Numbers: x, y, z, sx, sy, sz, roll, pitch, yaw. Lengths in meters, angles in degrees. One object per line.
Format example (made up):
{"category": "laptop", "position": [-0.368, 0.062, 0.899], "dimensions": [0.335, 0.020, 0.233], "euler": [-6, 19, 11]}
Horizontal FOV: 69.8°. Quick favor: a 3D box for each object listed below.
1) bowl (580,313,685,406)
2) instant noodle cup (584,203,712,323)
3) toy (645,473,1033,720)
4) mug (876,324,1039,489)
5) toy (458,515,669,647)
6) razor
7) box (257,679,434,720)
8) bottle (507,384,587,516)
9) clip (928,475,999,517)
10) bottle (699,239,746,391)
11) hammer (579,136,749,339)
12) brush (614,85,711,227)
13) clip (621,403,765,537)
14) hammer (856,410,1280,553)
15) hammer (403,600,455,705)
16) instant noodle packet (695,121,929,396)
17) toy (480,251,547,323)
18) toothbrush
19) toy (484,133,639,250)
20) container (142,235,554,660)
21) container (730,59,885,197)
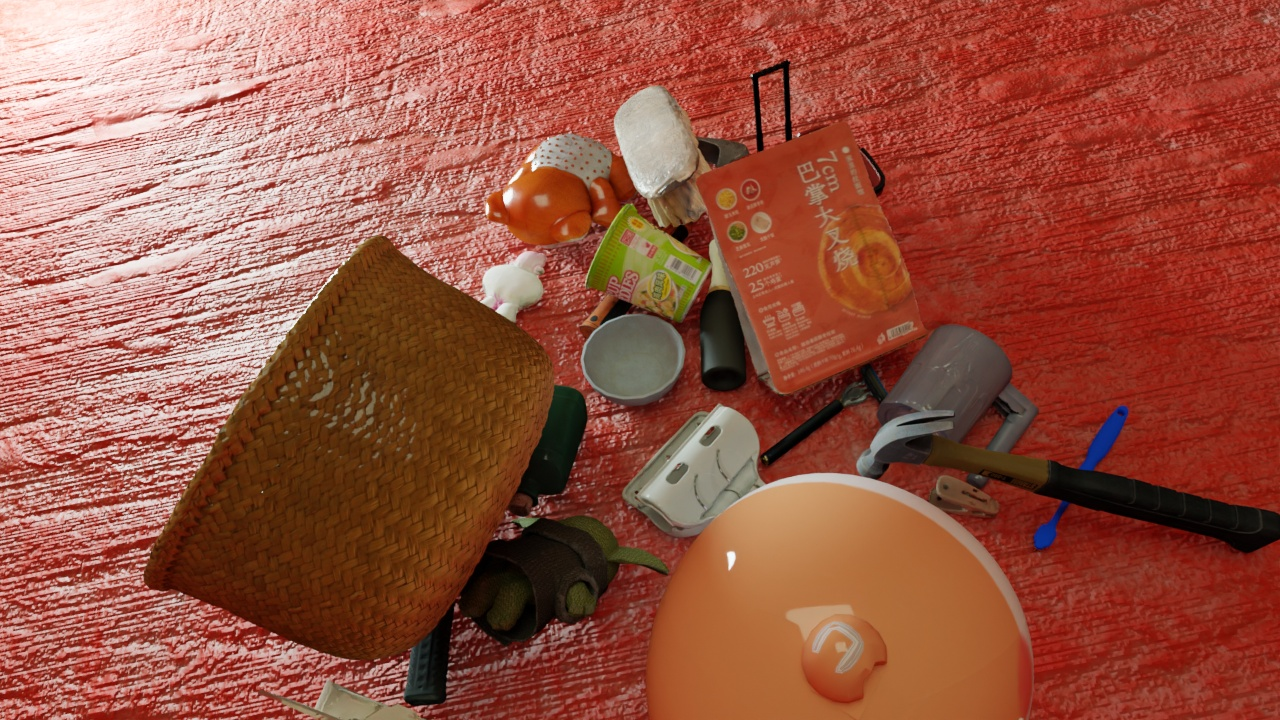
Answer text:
{"category": "bowl", "position": [-0.006, 0.006, 0.943], "dimensions": [0.106, 0.039, 0.106], "euler": [-4, 55, 6]}
{"category": "instant noodle cup", "position": [0.012, -0.094, 0.949], "dimensions": [0.108, 0.099, 0.098], "euler": [29, 62, 3]}
{"category": "toy", "position": [0.132, 0.215, 0.625], "dimensions": [0.266, 0.280, 0.263], "euler": [29, 100, 20]}
{"category": "mug", "position": [0.297, 0.044, 0.855], "dimensions": [0.124, 0.084, 0.103], "euler": [43, 68, 2]}
{"category": "toy", "position": [-0.082, 0.182, 0.780], "dimensions": [0.180, 0.078, 0.152], "euler": [9, 15, 37]}
{"category": "razor", "position": [0.175, 0.057, 0.893], "dimensions": [0.144, 0.022, 0.043], "euler": [-33, 97, -10]}
{"category": "box", "position": [-0.191, 0.283, 0.689], "dimensions": [0.144, 0.184, 0.050], "euler": [11, 64, 20]}
{"category": "bottle", "position": [-0.096, 0.089, 0.874], "dimensions": [0.061, 0.061, 0.131], "euler": [8, 49, 11]}
{"category": "clip", "position": [0.289, 0.121, 0.818], "dimensions": [0.061, 0.041, 0.024], "euler": [9, 58, 21]}
{"category": "bottle", "position": [0.085, -0.056, 0.969], "dimensions": [0.045, 0.045, 0.184], "euler": [-3, 55, 6]}
{"category": "hammer", "position": [0.023, -0.145, 1.049], "dimensions": [0.138, 0.035, 0.313], "euler": [26, 63, 24]}
{"category": "brush", "position": [0.025, -0.240, 1.039], "dimensions": [0.083, 0.056, 0.270], "euler": [-33, 34, 12]}
{"category": "clip", "position": [0.069, 0.109, 0.838], "dimensions": [0.152, 0.096, 0.126], "euler": [29, 66, 37]}
{"category": "hammer", "position": [0.359, 0.103, 0.763], "dimensions": [0.333, 0.118, 0.025], "euler": [13, 60, 2]}
{"category": "hammer", "position": [-0.185, 0.160, 0.868], "dimensions": [0.130, 0.032, 0.318], "euler": [-4, 55, 5]}
{"category": "instant noodle packet", "position": [0.161, -0.099, 0.882], "dimensions": [0.164, 0.221, 0.084], "euler": [-22, 13, -6]}
{"category": "toy", "position": [-0.145, -0.077, 1.024], "dimensions": [0.079, 0.038, 0.122], "euler": [14, 58, 32]}
{"category": "toothbrush", "position": [0.400, 0.105, 0.830], "dimensions": [0.016, 0.018, 0.182], "euler": [31, 62, 26]}
{"category": "toy", "position": [-0.094, -0.191, 1.072], "dimensions": [0.164, 0.093, 0.172], "euler": [16, 46, 15]}
{"category": "container", "position": [-0.205, 0.078, 0.719], "dimensions": [0.196, 0.308, 0.306], "euler": [31, 60, -9]}
{"category": "container", "position": [0.166, -0.189, 0.955], "dimensions": [0.148, 0.201, 0.127], "euler": [-24, 55, -9]}
